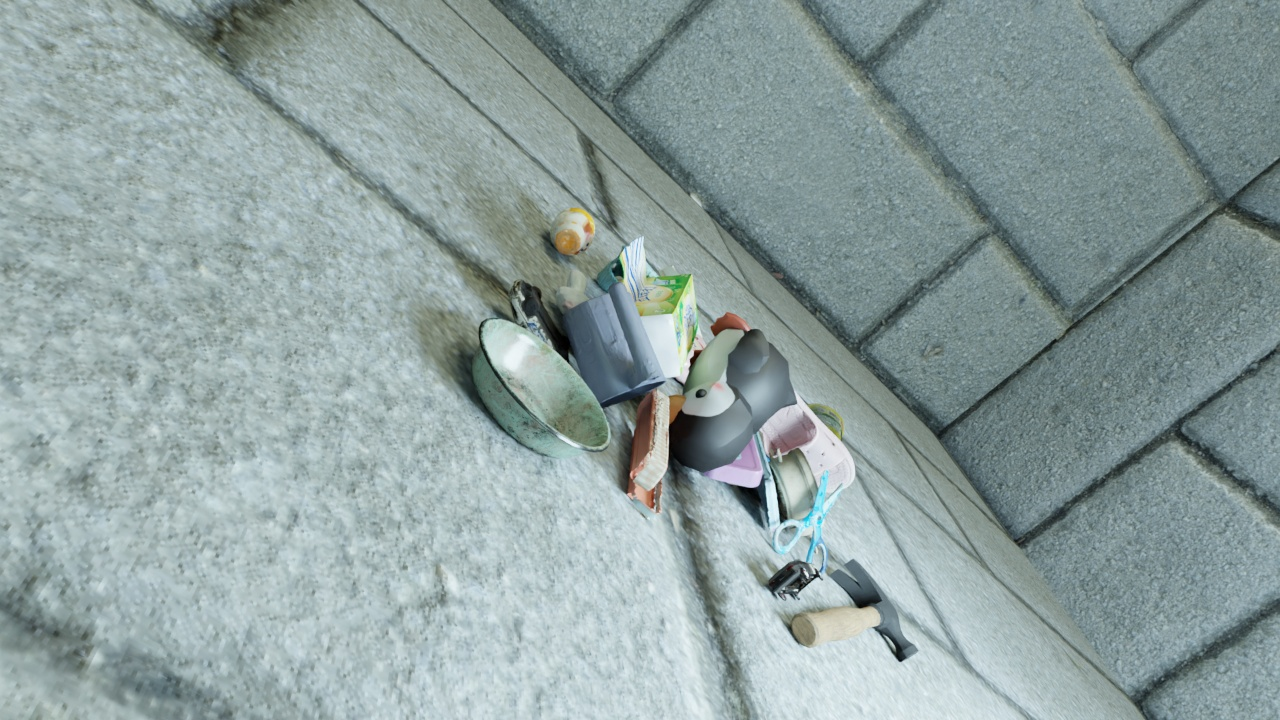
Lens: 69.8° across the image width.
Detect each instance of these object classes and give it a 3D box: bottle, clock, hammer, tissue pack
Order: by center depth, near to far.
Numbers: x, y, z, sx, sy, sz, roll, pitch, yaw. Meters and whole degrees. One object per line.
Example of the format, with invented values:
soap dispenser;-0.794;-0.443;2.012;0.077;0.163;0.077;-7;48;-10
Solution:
hammer;0.240;0.299;1.069;0.305;0.040;0.132;20;34;-58
tissue pack;0.003;-0.073;1.097;0.197;0.120;0.141;-79;162;-71
clock;0.200;0.181;1.180;0.093;0.054;0.140;94;-21;-80
bottle;-0.098;-0.179;1.304;0.063;0.063;0.108;43;15;-13

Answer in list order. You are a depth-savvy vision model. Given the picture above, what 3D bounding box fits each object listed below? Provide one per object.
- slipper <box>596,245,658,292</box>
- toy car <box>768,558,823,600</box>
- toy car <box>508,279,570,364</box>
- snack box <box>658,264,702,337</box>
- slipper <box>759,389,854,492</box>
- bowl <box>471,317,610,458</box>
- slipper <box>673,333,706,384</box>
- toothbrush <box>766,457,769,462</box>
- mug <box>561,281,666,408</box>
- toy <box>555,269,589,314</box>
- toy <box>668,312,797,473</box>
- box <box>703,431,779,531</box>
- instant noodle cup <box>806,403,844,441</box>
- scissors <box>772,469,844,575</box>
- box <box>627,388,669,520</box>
slipper;-0.005;-0.103;1.360;0.116;0.069;0.276;46;-1;1
toy car;0.168;0.237;1.007;0.037;0.040;0.092;52;13;27
toy car;-0.107;-0.031;0.963;0.113;0.040;0.048;61;10;-20
snack box;0.069;-0.066;1.419;0.082;0.026;0.150;-116;-175;-51
slipper;0.229;0.117;1.371;0.239;0.094;0.064;50;26;-15
bowl;-0.096;0.032;0.823;0.157;0.039;0.157;43;16;-15
slipper;0.080;0.003;1.342;0.221;0.056;0.106;37;20;-38
toothbrush;0.194;0.175;1.290;0.016;0.014;0.166;42;15;-18
mug;-0.023;-0.016;0.949;0.104;0.083;0.124;70;-21;8
toy;-0.074;-0.062;1.123;0.076;0.037;0.125;51;16;-18
toy;0.102;0.060;1.072;0.140;0.160;0.183;33;43;2
box;0.131;0.118;1.187;0.140;0.062;0.214;45;15;-18
instant noodle cup;0.288;0.140;1.502;0.102;0.102;0.108;43;25;-15
scissors;0.221;0.205;1.131;0.013;0.140;0.113;-6;-57;56
box;0.014;0.091;0.944;0.186;0.055;0.076;-84;161;-69
